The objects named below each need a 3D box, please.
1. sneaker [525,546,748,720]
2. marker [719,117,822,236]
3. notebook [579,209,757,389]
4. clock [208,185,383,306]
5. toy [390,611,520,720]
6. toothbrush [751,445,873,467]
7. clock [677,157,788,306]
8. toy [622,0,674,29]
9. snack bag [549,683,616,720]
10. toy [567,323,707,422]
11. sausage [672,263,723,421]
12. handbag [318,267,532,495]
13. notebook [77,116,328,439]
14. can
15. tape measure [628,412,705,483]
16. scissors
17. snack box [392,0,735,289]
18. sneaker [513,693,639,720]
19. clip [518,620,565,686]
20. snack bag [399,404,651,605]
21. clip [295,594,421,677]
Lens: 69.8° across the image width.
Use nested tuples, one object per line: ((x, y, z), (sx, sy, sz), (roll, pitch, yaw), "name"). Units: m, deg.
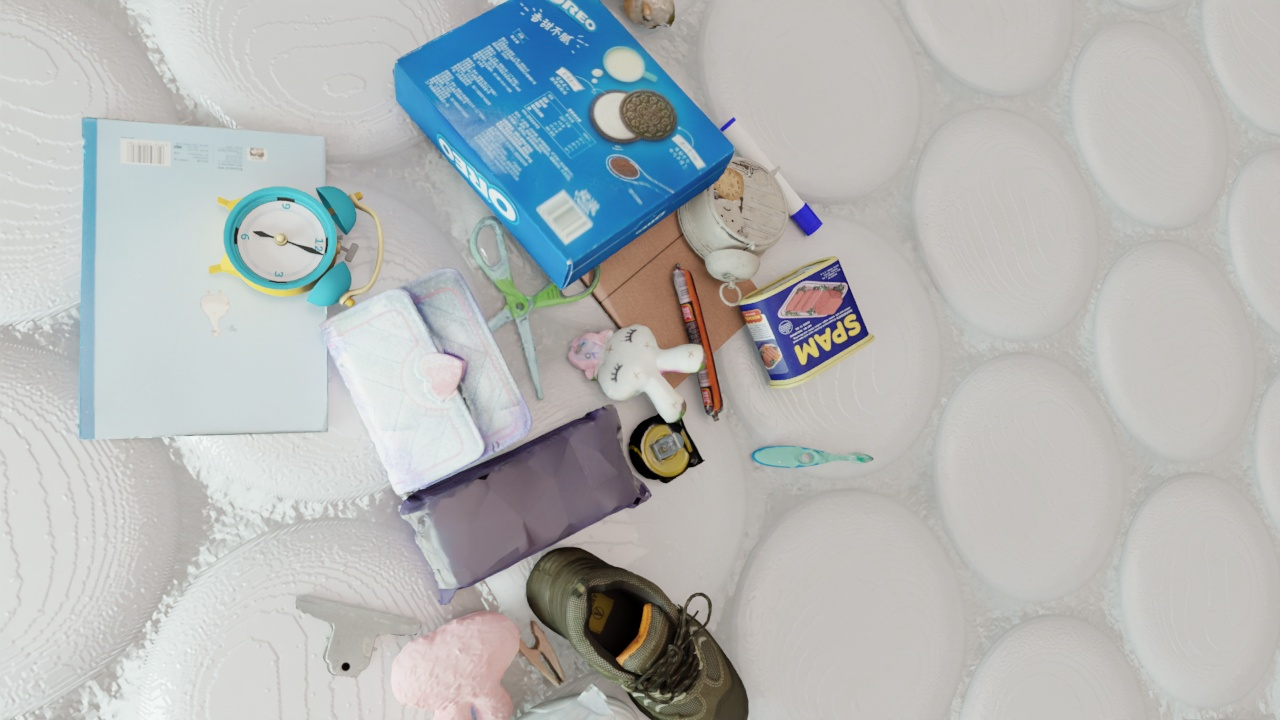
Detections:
((0.022, 0.241, 0.766), (0.238, 0.143, 0.101), (40, 70, -12), "sneaker")
((0.134, -0.187, 0.932), (0.020, 0.020, 0.141), (-45, 100, -21), "marker")
((0.013, -0.094, 0.879), (0.141, 0.008, 0.209), (-41, 99, -21), "notebook")
((-0.274, -0.094, 0.739), (0.129, 0.044, 0.099), (5, 81, -15), "clock")
((-0.145, 0.262, 0.750), (0.108, 0.053, 0.105), (-17, 101, -25), "toy")
((0.173, 0.096, 0.912), (0.135, 0.017, 0.022), (4, 85, -21), "toothbrush")
((0.093, -0.126, 0.875), (0.103, 0.061, 0.156), (15, 69, -24), "clock")
((0.000, -0.368, 0.886), (0.085, 0.074, 0.106), (-43, 104, -34), "toy")
((-0.043, 0.359, 0.717), (0.077, 0.041, 0.225), (-30, 130, -33), "snack bag")
((-0.005, 0.005, 0.832), (0.122, 0.038, 0.079), (17, 78, 3), "toy")
((0.055, -0.018, 0.869), (0.020, 0.020, 0.155), (-13, 88, -23), "sausage")
((-0.175, 0.016, 0.758), (0.126, 0.069, 0.158), (-25, 95, -13), "handbag")
((-0.345, -0.066, 0.734), (0.181, 0.009, 0.253), (0, 83, -22), "notebook")
((0.161, -0.039, 0.898), (0.116, 0.057, 0.092), (-28, 99, -24), "can")
((0.021, 0.081, 0.845), (0.061, 0.034, 0.061), (-31, 94, -20), "tape measure")
((-0.112, -0.051, 0.821), (0.171, 0.023, 0.172), (-37, 99, -18), "scissors")
((-0.067, -0.209, 0.806), (0.195, 0.056, 0.239), (-38, 81, -22), "snack box")
((-0.098, 0.345, 0.740), (0.235, 0.079, 0.087), (-21, 91, -22), "sneaker")
((-0.089, 0.253, 0.786), (0.052, 0.026, 0.059), (5, 80, -19), "clip")
((-0.092, 0.119, 0.783), (0.205, 0.058, 0.096), (-25, 92, -22), "snack bag")
((-0.229, 0.223, 0.729), (0.101, 0.046, 0.055), (18, 64, -18), "clip")
